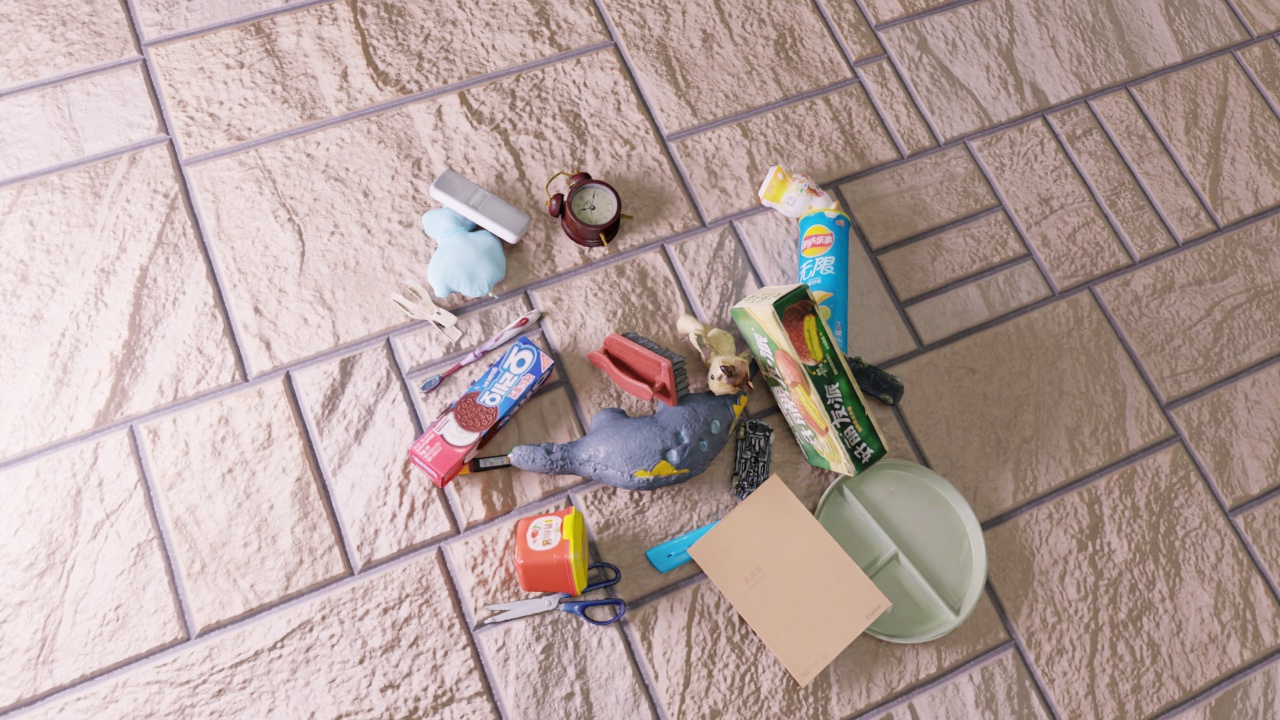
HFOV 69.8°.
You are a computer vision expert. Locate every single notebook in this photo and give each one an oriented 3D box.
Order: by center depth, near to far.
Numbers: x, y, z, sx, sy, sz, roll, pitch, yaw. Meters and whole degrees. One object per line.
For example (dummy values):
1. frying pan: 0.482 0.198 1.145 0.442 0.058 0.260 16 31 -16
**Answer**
1. notebook: 0.181 0.265 1.117 0.149 0.012 0.211 -39 79 -12

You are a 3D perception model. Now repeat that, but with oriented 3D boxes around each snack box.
1. snack box: -0.104 0.227 1.078 0.080 0.082 0.091 -6 34 2
2. snack box: 0.208 0.023 1.131 0.063 0.114 0.240 -32 102 -15
3. snack box: -0.193 0.060 1.134 0.058 0.057 0.207 39 65 7

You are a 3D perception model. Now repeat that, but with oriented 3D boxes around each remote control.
1. remote control: -0.213 -0.205 1.221 0.136 0.020 0.055 30 46 -5

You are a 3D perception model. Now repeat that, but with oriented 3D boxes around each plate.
1. plate: 0.324 0.239 1.160 0.230 0.027 0.230 2 71 -7

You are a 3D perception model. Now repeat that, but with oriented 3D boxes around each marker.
1. marker: -0.196 0.129 1.142 0.123 0.015 0.018 -7 70 -12

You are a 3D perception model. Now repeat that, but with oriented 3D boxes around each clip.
1. clip: -0.274 -0.065 1.187 0.100 0.070 0.034 33 69 12

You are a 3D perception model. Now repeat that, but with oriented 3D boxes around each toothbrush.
1. toothbrush: -0.206 -0.015 1.188 0.187 0.017 0.016 -35 79 -16

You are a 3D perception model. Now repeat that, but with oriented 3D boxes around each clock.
1. clock: -0.076 -0.209 1.251 0.122 0.055 0.082 40 72 4

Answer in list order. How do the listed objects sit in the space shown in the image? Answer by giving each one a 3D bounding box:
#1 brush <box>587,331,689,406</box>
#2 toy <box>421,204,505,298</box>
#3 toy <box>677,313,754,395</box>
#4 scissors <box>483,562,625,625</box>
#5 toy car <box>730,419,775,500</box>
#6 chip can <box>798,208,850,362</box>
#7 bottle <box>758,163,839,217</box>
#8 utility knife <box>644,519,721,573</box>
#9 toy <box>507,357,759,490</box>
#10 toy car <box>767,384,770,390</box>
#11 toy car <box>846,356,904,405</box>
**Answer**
1. brush: -0.007 0.007 1.155 0.069 0.063 0.146 -26 34 -27
2. toy: -0.230 -0.147 1.215 0.156 0.050 0.161 40 59 11
3. toy: 0.092 -0.011 1.168 0.105 0.157 0.066 31 105 -34
4. scissors: -0.103 0.280 1.103 0.173 0.012 0.126 18 72 1
5. toy car: 0.142 0.128 1.174 0.049 0.031 0.105 11 75 -7
6. chip can: 0.247 -0.097 1.240 0.071 0.071 0.210 7 68 -5
7. bottle: 0.224 -0.231 1.292 0.108 0.063 0.063 26 70 2
8. utility knife: 0.084 0.221 1.142 0.160 0.018 0.034 -22 75 -15
9. toy: 0.016 0.095 1.139 0.355 0.092 0.137 -18 57 -18
10. toy car: 0.184 -0.001 1.218 0.035 0.042 0.090 1 71 -5
11. toy car: 0.308 0.029 1.227 0.090 0.034 0.042 25 67 2
